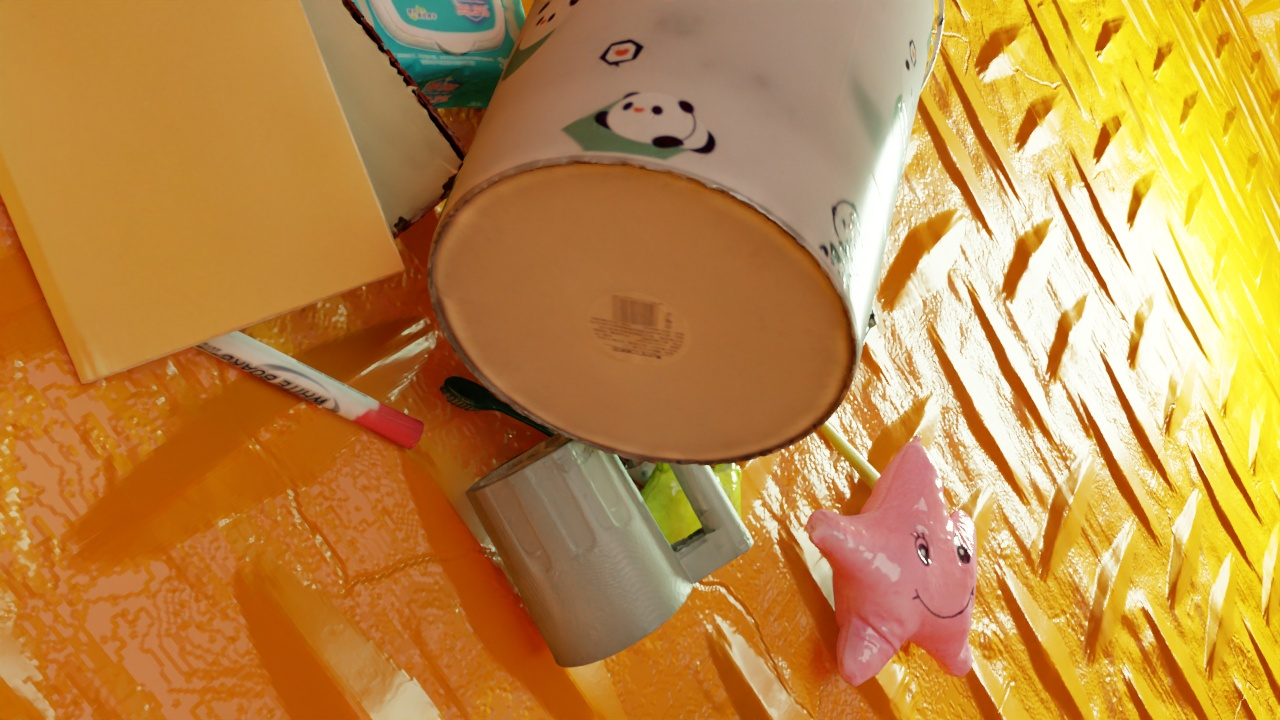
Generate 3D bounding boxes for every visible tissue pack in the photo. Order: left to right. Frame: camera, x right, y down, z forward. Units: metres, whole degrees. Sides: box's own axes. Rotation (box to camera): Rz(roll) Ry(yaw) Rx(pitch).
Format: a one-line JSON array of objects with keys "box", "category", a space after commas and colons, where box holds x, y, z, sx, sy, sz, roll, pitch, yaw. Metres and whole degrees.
[{"box": [-0.128, -0.195, 0.523, 0.133, 0.050, 0.093, -15, 87, -42], "category": "tissue pack"}]

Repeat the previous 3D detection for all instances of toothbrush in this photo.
[{"box": [-0.037, 0.051, 0.543, 0.191, 0.018, 0.016, 29, 53, -33], "category": "toothbrush"}, {"box": [0.150, 0.066, 0.700, 0.190, 0.017, 0.015, 44, 50, -23], "category": "toothbrush"}]

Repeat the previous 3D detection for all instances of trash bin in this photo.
[{"box": [0.027, -0.101, 0.456, 0.229, 0.230, 0.251, 38, 47, -25], "category": "trash bin"}]

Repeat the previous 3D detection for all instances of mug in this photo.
[{"box": [-0.016, 0.085, 0.488, 0.123, 0.084, 0.103, -30, 94, -11], "category": "mug"}]

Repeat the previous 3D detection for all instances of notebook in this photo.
[{"box": [-0.205, -0.111, 0.388, 0.146, 0.010, 0.206, -21, 95, -7], "category": "notebook"}]

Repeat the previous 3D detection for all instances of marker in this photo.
[{"box": [-0.170, 0.006, 0.441, 0.145, 0.017, 0.017, 32, 57, -29], "category": "marker"}]

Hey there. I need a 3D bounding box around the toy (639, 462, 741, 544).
[{"box": [0.032, 0.091, 0.561, 0.099, 0.031, 0.097, -17, 115, -46], "category": "toy"}]

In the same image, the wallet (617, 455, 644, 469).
[{"box": [-0.003, 0.003, 0.569, 0.124, 0.032, 0.101, -30, 92, -53], "category": "wallet"}]

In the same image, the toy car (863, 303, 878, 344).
[{"box": [0.154, -0.031, 0.723, 0.054, 0.037, 0.120, 58, 38, -9], "category": "toy car"}]

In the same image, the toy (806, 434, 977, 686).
[{"box": [0.187, 0.140, 0.661, 0.194, 0.075, 0.178, 15, 75, -37], "category": "toy"}]

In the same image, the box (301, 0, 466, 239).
[{"box": [-0.163, -0.130, 0.431, 0.091, 0.078, 0.168, -38, 103, -4], "category": "box"}]
